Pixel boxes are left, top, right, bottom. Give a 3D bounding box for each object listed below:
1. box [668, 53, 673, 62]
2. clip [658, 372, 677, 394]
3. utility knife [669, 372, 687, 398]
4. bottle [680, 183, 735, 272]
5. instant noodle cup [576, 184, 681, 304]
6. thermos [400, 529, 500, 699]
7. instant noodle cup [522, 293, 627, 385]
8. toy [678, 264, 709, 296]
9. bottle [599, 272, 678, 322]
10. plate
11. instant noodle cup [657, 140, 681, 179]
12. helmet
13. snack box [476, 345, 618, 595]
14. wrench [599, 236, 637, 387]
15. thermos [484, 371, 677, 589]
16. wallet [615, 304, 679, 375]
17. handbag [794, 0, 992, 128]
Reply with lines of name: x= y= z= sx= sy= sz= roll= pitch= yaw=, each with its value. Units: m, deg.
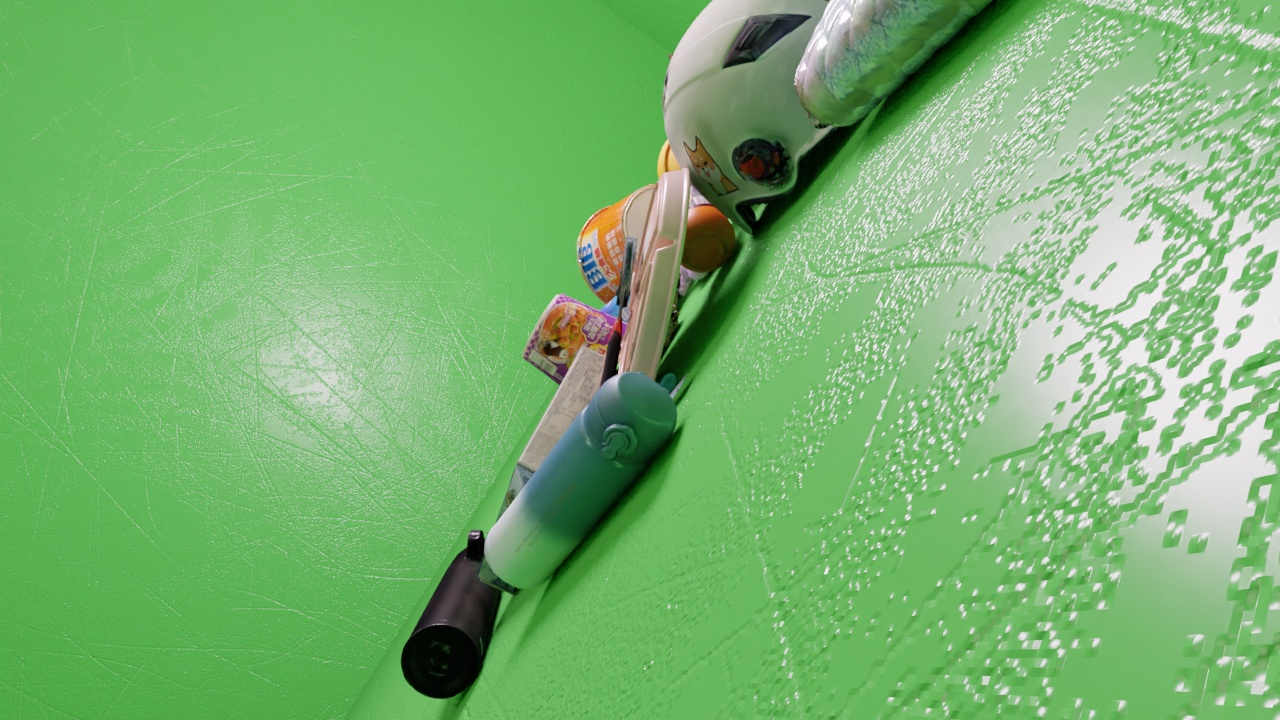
box: x=0.119 y=-0.318 z=0.979 sx=0.091 sy=0.168 sz=0.076 roll=-60 pitch=-36 yaw=-65
clip: x=0.013 y=0.034 z=0.758 sx=0.057 sy=0.014 sz=0.047 roll=-58 pitch=4 yaw=-2
utility knife: x=-0.013 y=0.075 z=0.741 sx=0.181 sy=0.015 sz=0.033 roll=-54 pitch=9 yaw=25
bottle: x=0.059 y=-0.155 z=0.962 sx=0.067 sy=0.066 sz=0.149 roll=-53 pitch=27 yaw=33
instant noodle cup: x=0.009 y=-0.144 z=1.152 sx=0.151 sy=0.151 sz=0.112 roll=-59 pitch=15 yaw=-25
thermos: x=-0.180 y=0.238 z=0.914 sx=0.242 sy=0.068 sz=0.090 roll=-114 pitch=23 yaw=-82
instant noodle cup: x=-0.069 y=-0.016 z=1.016 sx=0.111 sy=0.099 sz=0.111 roll=-59 pitch=0 yaw=0
toy: x=0.064 y=-0.115 z=1.027 sx=0.108 sy=0.039 sz=0.084 roll=-174 pitch=99 yaw=-82
bottle: x=-0.027 y=-0.042 z=1.142 sx=0.065 sy=0.065 sz=0.219 roll=-60 pitch=10 yaw=-31
plate: x=0.009 y=-0.063 z=0.839 sx=0.229 sy=0.028 sz=0.229 roll=-172 pitch=93 yaw=-86
instant noodle cup: x=0.094 y=-0.230 z=1.052 sx=0.118 sy=0.118 sz=0.115 roll=-58 pitch=14 yaw=-17
helmet: x=0.110 y=-0.256 z=0.817 sx=0.229 sy=0.157 sz=0.275 roll=-59 pitch=6 yaw=-21
snack box: x=-0.091 y=0.106 z=0.900 sx=0.177 sy=0.046 sz=0.183 roll=-66 pitch=-1 yaw=-49
wrench: x=-0.028 y=0.000 z=0.848 sx=0.056 sy=0.016 sz=0.272 roll=102 pitch=177 yaw=-64
thermos: x=-0.048 y=0.093 z=0.692 sx=0.221 sy=0.070 sz=0.070 roll=-52 pitch=7 yaw=38
wallet: x=-0.006 y=0.006 z=0.994 sx=0.131 sy=0.031 sz=0.108 roll=-60 pitch=5 yaw=-19
handbag: x=0.179 y=-0.244 z=0.588 sx=0.134 sy=0.075 sz=0.194 roll=-59 pitch=5 yaw=-18
